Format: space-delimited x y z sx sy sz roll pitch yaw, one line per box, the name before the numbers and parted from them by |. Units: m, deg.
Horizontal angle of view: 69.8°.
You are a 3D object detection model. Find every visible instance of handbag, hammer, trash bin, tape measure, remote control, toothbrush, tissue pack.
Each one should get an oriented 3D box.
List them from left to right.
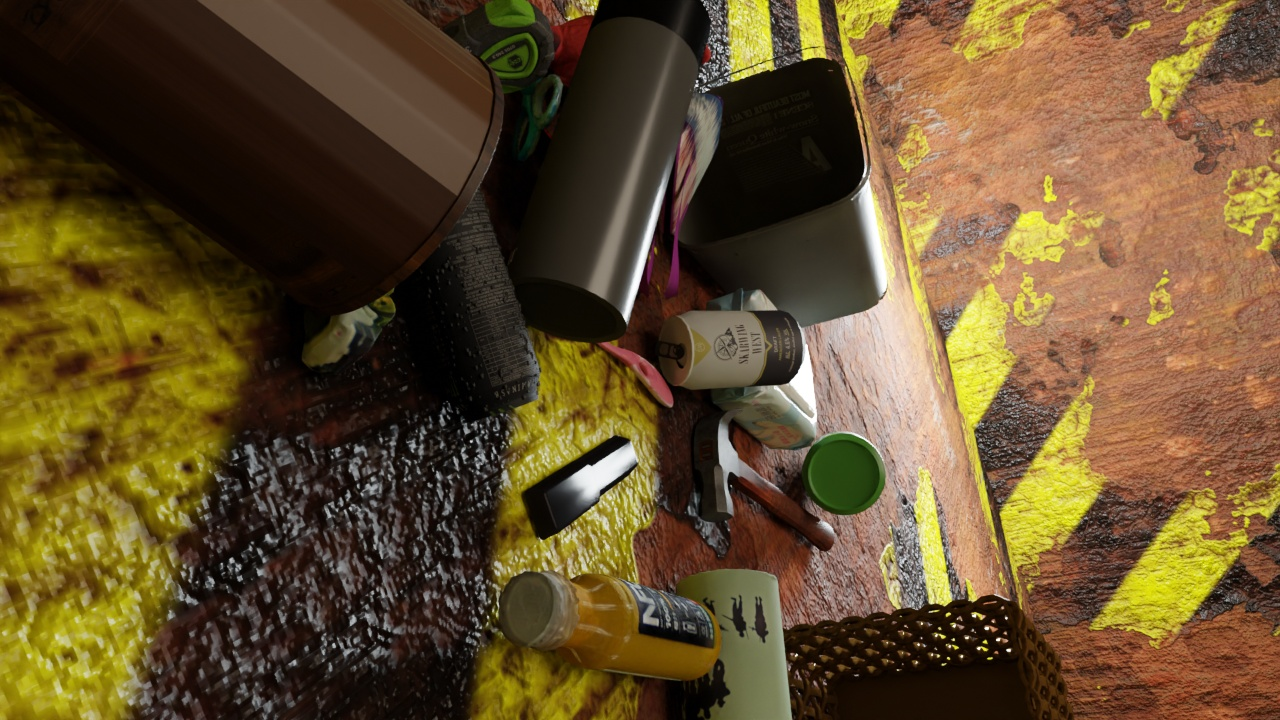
tape measure | -0.090 -0.211 0.609 0.059 0.066 0.035 54 15 -53
remote control | -0.033 0.078 0.599 0.136 0.015 0.032 -26 98 -65
toothbrush | -0.004 0.004 0.707 0.135 0.016 0.021 42 39 -48
handbag | 0.025 -0.133 0.772 0.145 0.068 0.169 89 9 -72
tissue pack | 0.125 0.014 0.906 0.182 0.070 0.112 36 45 -53
hammer | 0.128 0.134 0.887 0.300 0.028 0.111 39 42 -51
trash bin | 0.149 -0.153 0.933 0.220 0.198 0.197 47 33 -54

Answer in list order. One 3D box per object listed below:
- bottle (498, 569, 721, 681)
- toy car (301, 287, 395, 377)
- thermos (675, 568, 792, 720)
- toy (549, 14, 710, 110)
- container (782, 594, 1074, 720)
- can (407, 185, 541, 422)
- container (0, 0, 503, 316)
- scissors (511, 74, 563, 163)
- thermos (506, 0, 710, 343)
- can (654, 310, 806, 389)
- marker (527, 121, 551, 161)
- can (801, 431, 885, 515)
bottle | -0.013 0.157 0.545 0.186 0.053 0.053 35 44 -53
toy car | -0.135 -0.043 0.430 0.033 0.048 0.105 28 48 -31
thermos | 0.066 0.265 0.620 0.082 0.082 0.231 40 40 -50
toy | -0.009 -0.248 0.735 0.094 0.133 0.088 -31 113 -74
container | 0.236 0.353 0.740 0.214 0.220 0.251 41 40 -49
can | -0.096 -0.038 0.496 0.053 0.054 0.137 -24 97 -65
container | -0.157 -0.115 0.344 0.167 0.132 0.132 37 42 -43
scissors | -0.077 -0.195 0.654 0.015 0.066 0.134 18 38 -29
thermos | -0.019 -0.137 0.607 0.082 0.082 0.240 42 56 -48
can | 0.072 -0.009 0.767 0.127 0.064 0.064 -2 73 -27
marker | -0.045 -0.123 0.699 0.145 0.019 0.019 55 30 -33
can | 0.217 0.118 0.986 0.144 0.083 0.083 15 60 -78
